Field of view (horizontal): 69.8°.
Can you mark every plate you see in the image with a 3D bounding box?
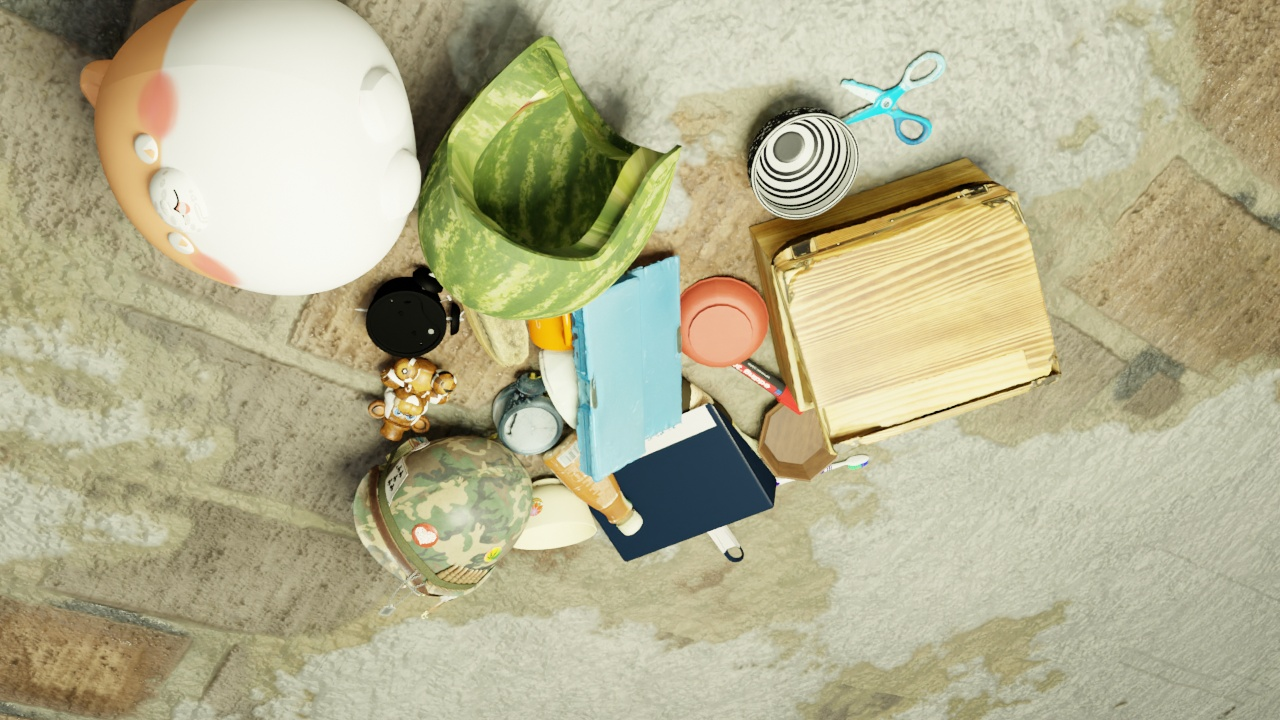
[{"bbox_3d":[0.216,0.100,1.250,0.131,0.025,0.131,-4,104,-16],"label":"plate"}]

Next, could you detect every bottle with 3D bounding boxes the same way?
[{"bbox_3d":[0.103,0.083,1.222,0.184,0.045,0.045,35,111,-30],"label":"bottle"},{"bbox_3d":[-0.059,0.164,1.204,0.059,0.059,0.167,-35,109,13],"label":"bottle"}]

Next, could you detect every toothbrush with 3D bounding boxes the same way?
[{"bbox_3d":[0.241,0.165,1.329,0.186,0.015,0.016,-14,131,-2],"label":"toothbrush"}]

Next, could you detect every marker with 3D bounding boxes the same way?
[{"bbox_3d":[0.158,0.024,1.191,0.145,0.021,0.023,33,90,-18],"label":"marker"}]

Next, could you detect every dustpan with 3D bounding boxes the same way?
[{"bbox_3d":[0.067,0.193,1.266,0.237,0.080,0.273,-25,107,23],"label":"dustpan"}]

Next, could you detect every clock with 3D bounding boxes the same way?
[{"bbox_3d":[-0.133,0.063,1.156,0.090,0.052,0.130,28,110,-28],"label":"clock"},{"bbox_3d":[-0.255,-0.056,1.048,0.121,0.042,0.091,-24,126,5],"label":"clock"}]

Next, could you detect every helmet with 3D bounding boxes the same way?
[{"bbox_3d":[-0.099,-0.153,0.892,0.213,0.243,0.247,40,85,-2],"label":"helmet"},{"bbox_3d":[-0.252,0.193,1.124,0.223,0.192,0.237,-7,151,-44],"label":"helmet"}]

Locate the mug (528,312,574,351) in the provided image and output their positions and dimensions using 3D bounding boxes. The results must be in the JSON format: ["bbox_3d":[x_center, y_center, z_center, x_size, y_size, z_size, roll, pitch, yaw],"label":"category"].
[{"bbox_3d":[-0.089,-0.062,1.037,0.077,0.112,0.096,-10,126,-9],"label":"mug"}]

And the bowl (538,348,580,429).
[{"bbox_3d":[-0.065,0.020,1.094,0.061,0.117,0.117,-24,127,17],"label":"bowl"}]

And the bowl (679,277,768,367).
[{"bbox_3d":[0.097,-0.039,1.124,0.122,0.035,0.122,1,118,2],"label":"bowl"}]

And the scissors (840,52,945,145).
[{"bbox_3d":[0.281,-0.280,1.026,0.137,0.012,0.127,-25,127,3],"label":"scissors"}]

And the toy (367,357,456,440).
[{"bbox_3d":[-0.278,0.046,1.104,0.087,0.067,0.113,23,105,-26],"label":"toy"}]

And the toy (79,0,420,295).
[{"bbox_3d":[-0.337,-0.188,0.806,0.281,0.265,0.263,1,124,7],"label":"toy"}]

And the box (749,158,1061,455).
[{"bbox_3d":[0.299,-0.068,1.057,0.279,0.220,0.259,-17,125,2],"label":"box"}]

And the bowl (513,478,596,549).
[{"bbox_3d":[-0.122,0.201,1.232,0.118,0.074,0.118,-8,155,-4],"label":"bowl"}]

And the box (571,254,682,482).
[{"bbox_3d":[-0.006,0.006,1.064,0.174,0.033,0.232,-28,126,-40],"label":"box"}]

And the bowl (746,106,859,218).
[{"bbox_3d":[0.171,-0.224,1.007,0.120,0.066,0.120,-6,126,-8],"label":"bowl"}]

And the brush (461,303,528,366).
[{"bbox_3d":[-0.170,-0.075,1.040,0.059,0.043,0.196,-33,129,-30],"label":"brush"}]
